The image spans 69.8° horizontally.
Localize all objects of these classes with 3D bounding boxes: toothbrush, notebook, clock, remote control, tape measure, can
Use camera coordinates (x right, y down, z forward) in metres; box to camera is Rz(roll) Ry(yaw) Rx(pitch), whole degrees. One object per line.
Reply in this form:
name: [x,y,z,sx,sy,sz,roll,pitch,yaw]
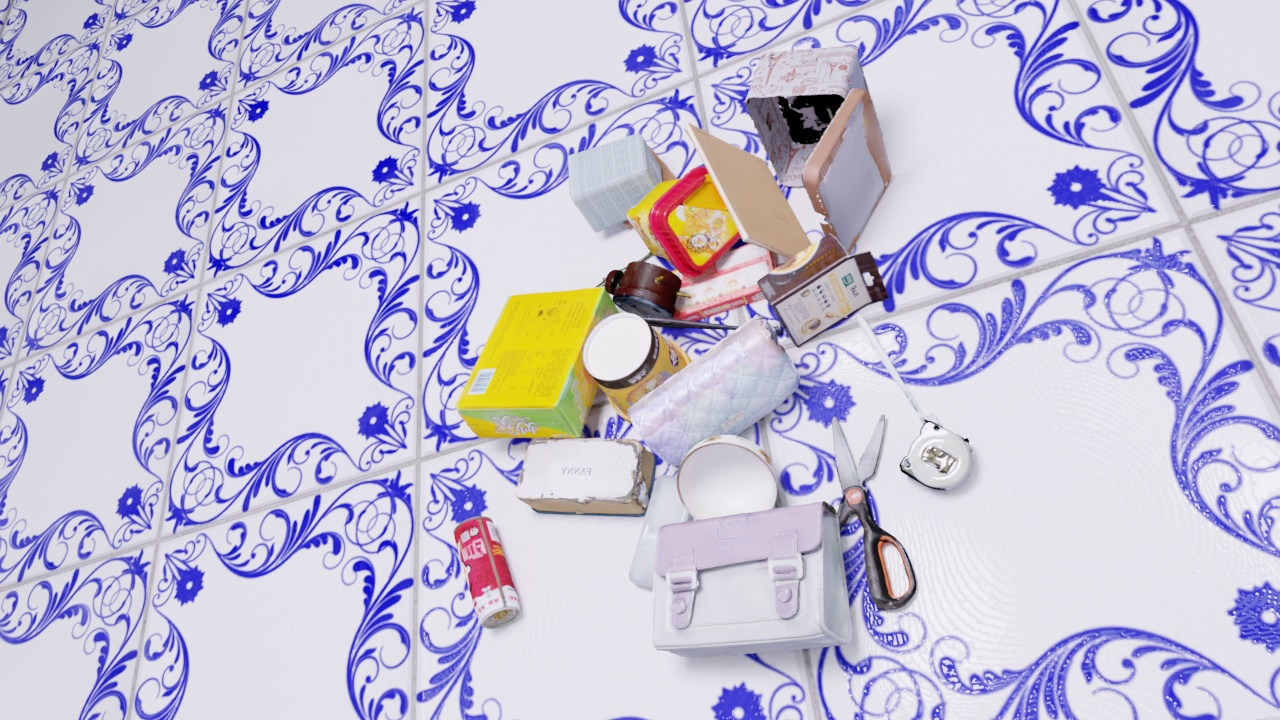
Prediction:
toothbrush: [-0.043,-0.116,1.290,0.186,0.017,0.012,-35,16,8]
toothbrush: [0.293,0.011,1.052,0.016,0.016,0.180,-27,56,3]
notebook: [0.145,-0.209,1.168,0.012,0.149,0.211,-46,49,32]
toothbrush: [0.086,-0.046,1.152,0.181,0.016,0.018,3,57,5]
clock: [0.001,-0.089,1.186,0.122,0.082,0.055,7,73,47]
remote control: [0.028,0.203,1.085,0.056,0.020,0.135,6,67,28]
tape measure: [0.317,0.104,0.973,0.066,0.033,0.066,28,91,27]
can: [-0.192,0.264,1.145,0.053,0.053,0.132,-32,55,9]

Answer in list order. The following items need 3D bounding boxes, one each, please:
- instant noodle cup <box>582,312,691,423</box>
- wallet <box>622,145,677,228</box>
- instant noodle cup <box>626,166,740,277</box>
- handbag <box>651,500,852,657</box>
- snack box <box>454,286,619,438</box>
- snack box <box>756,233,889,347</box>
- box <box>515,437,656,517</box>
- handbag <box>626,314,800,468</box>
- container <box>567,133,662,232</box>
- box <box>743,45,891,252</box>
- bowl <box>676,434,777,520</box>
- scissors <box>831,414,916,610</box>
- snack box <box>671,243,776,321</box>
instant noodle cup: [-0.007,0.007,1.147,0.119,0.114,0.118,-12,59,21]
wallet: [-0.004,-0.256,1.343,0.101,0.020,0.115,-37,52,4]
instant noodle cup: [0.052,-0.183,1.207,0.116,0.116,0.124,-44,27,-14]
handbag: [0.112,0.231,0.968,0.197,0.098,0.144,-14,57,27]
snack box: [-0.129,0.002,1.209,0.158,0.070,0.209,-3,47,26]
snack box: [0.215,-0.083,1.081,0.126,0.113,0.053,-33,55,7]
box: [-0.074,0.146,1.146,0.185,0.060,0.089,-2,63,29]
handbag: [0.091,0.042,1.067,0.194,0.134,0.075,-38,53,6]
container: [-0.032,-0.252,1.287,0.112,0.090,0.090,-18,54,17]
box: [0.216,-0.248,1.128,0.157,0.183,0.193,7,65,30]
bowl: [0.103,0.131,1.046,0.114,0.113,0.062,-12,18,21]
scissors: [0.224,0.171,1.000,0.211,0.021,0.221,-34,55,8]
snack box: [0.104,-0.101,1.201,0.153,0.025,0.075,-18,59,19]
